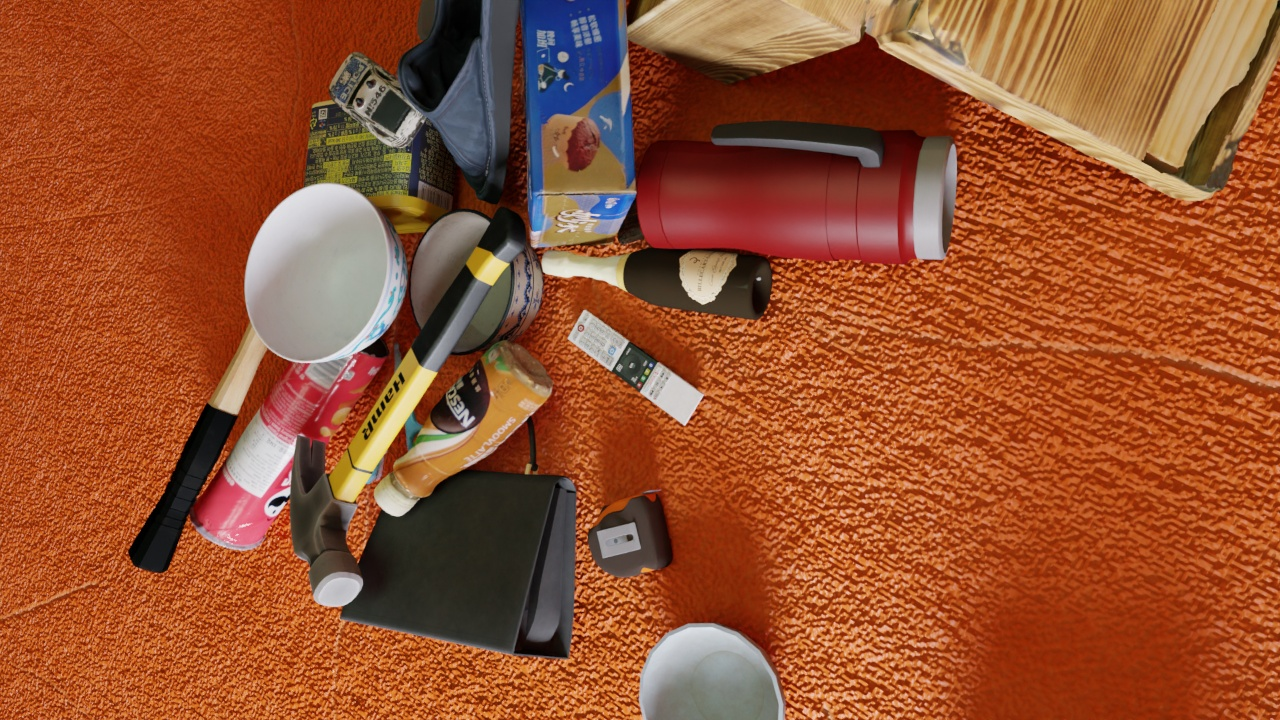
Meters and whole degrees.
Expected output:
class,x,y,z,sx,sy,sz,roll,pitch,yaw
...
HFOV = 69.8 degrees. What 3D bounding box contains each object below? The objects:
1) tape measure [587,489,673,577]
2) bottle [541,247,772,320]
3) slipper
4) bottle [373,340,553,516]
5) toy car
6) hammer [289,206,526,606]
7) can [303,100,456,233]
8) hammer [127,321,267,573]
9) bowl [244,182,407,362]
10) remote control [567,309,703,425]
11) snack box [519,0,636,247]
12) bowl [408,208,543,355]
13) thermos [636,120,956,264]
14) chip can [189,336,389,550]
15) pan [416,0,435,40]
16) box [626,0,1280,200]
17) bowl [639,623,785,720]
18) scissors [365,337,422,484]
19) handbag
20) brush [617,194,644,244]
class,x,y,z,sx,sy,sz,roll,pitch,yaw
tape measure,-0.010,0.131,0.684,0.059,0.038,0.058,-17,78,25
bottle,0.005,-0.065,0.689,0.185,0.045,0.045,10,90,28
slipper,-0.133,-0.216,0.666,0.083,0.266,0.108,0,67,-10
bottle,-0.144,0.058,0.721,0.167,0.059,0.059,-44,68,12
toy car,-0.217,-0.213,0.742,0.113,0.040,0.048,38,98,29
hammer,-0.184,0.020,0.711,0.325,0.034,0.170,-54,41,14
can,-0.228,-0.171,0.805,0.135,0.075,0.104,1,83,28
hammer,-0.369,0.030,0.825,0.131,0.039,0.328,13,78,54
bowl,-0.242,-0.065,0.752,0.144,0.074,0.144,-4,81,23
remote control,-0.004,0.004,0.707,0.124,0.011,0.028,36,102,25
snack box,-0.050,-0.197,0.661,0.069,0.155,0.202,-2,85,-8
bowl,-0.127,-0.061,0.746,0.116,0.059,0.115,-1,89,34
thermos,0.099,-0.116,0.604,0.199,0.108,0.083,5,62,24
chip can,-0.318,0.063,0.833,0.073,0.073,0.233,44,105,24
pan,-0.097,-0.398,0.758,0.217,0.024,0.354,13,79,55
box,0.209,-0.285,0.563,0.336,0.286,0.279,21,96,-15
bowl,0.055,0.234,0.640,0.106,0.039,0.106,-3,84,27
scissors,-0.199,0.039,0.787,0.095,0.015,0.142,1,74,33
handbag,-0.132,0.123,0.738,0.176,0.072,0.195,0,72,31
brush,0.048,-0.125,0.690,0.151,0.012,0.039,-14,79,26
